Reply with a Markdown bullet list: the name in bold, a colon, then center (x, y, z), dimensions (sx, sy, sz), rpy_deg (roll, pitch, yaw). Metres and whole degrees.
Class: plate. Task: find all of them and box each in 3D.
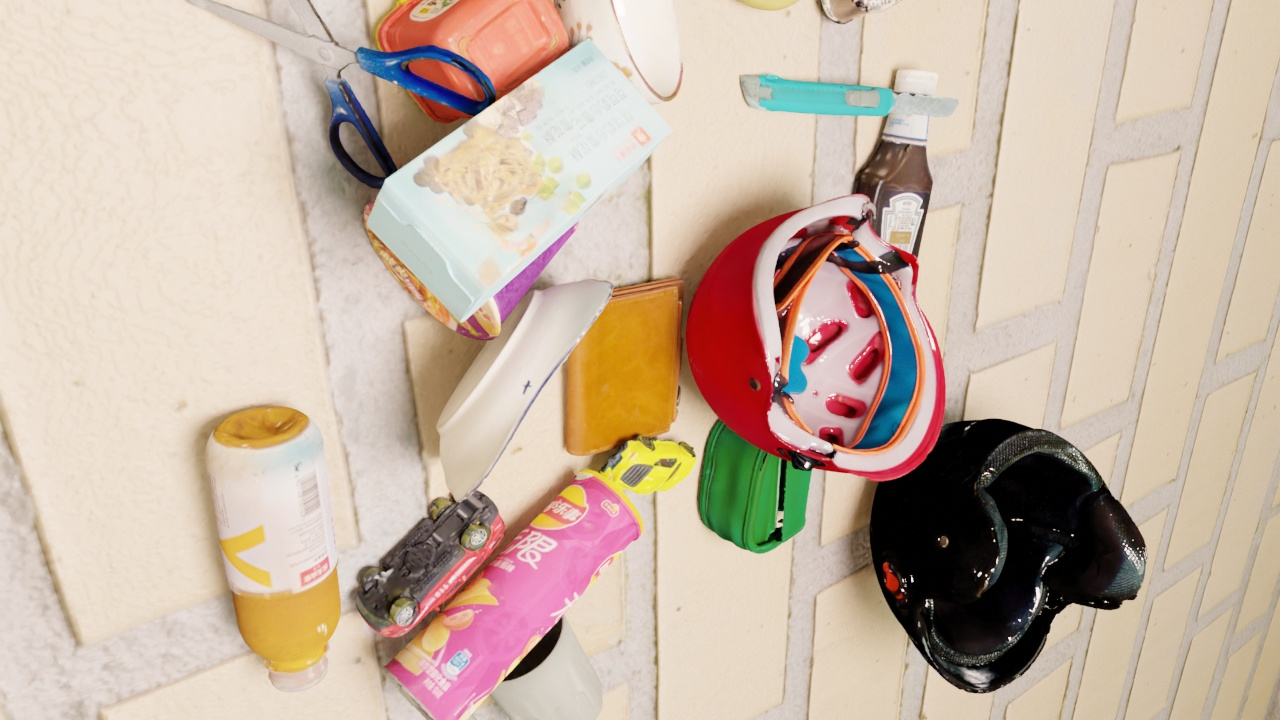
- **plate**: center (-0.087, 0.007, 0.599), dimensions (0.034, 0.164, 0.163), rpy_deg (35, 83, -13)

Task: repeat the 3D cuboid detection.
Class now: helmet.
- **helmet**: center (0.133, -0.010, 0.747), dimensions (0.240, 0.144, 0.206), rpy_deg (45, 61, -31)
- **helmet**: center (0.351, 0.191, 0.951), dimensions (0.233, 0.230, 0.275), rpy_deg (9, 102, -24)

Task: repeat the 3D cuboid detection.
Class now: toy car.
- **toy car**: center (-0.149, 0.148, 0.664), dimensions (0.120, 0.053, 0.045), rpy_deg (-43, 137, -19)
- **toy car**: center (0.011, 0.091, 0.761), dimensions (0.048, 0.032, 0.105), rpy_deg (-48, 148, 20)

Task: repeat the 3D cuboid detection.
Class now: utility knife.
- **utility knife**: center (0.179, -0.218, 0.764), dimensions (0.221, 0.013, 0.029), rpy_deg (-4, 108, -24)

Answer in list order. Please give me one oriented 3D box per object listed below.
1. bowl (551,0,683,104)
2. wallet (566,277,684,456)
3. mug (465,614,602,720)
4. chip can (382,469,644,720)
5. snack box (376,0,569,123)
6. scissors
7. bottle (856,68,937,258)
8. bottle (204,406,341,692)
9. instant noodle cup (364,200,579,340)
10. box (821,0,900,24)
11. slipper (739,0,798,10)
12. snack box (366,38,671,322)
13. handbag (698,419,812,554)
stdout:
- **bowl**: center (-0.022, -0.217, 0.592), dimensions (0.113, 0.062, 0.113), rpy_deg (-9, 90, -67)
- **wallet**: center (-0.004, 0.004, 0.728), dimensions (0.118, 0.035, 0.131), rpy_deg (-15, 120, -34)
- **mug**: center (-0.101, 0.259, 0.737), dimensions (0.124, 0.083, 0.103), rpy_deg (-26, 126, -5)
- **chip can**: center (-0.090, 0.177, 0.687), dimensions (0.210, 0.071, 0.071), rpy_deg (-44, 129, -27)
- **snack box**: center (-0.095, -0.190, 0.548), dimensions (0.091, 0.080, 0.082), rpy_deg (-46, 130, -14)
- **scissors**: center (-0.162, -0.160, 0.508), dimensions (0.163, 0.176, 0.012), rpy_deg (101, 0, -52)
- **bottle**: center (0.233, -0.163, 0.836), dimensions (0.079, 0.044, 0.195), rpy_deg (-6, 111, -36)
- **bottle**: center (-0.229, 0.125, 0.584), dimensions (0.067, 0.068, 0.190), rpy_deg (-14, 116, -33)
- **instant noodle cup**: center (-0.100, -0.085, 0.577), dimensions (0.099, 0.112, 0.111), rpy_deg (-49, 131, -23)
- **box**: center (0.217, -0.329, 0.730), dimensions (0.163, 0.081, 0.075), rpy_deg (-33, 120, -19)
- **slipper**: center (0.077, -0.323, 0.627), dimensions (0.091, 0.082, 0.190), rpy_deg (-53, 128, -5)
- **snack box**: center (-0.063, -0.104, 0.513), dimensions (0.074, 0.052, 0.174), rpy_deg (46, 57, -5)
- **handbag**: center (0.117, 0.107, 0.850), dimensions (0.120, 0.068, 0.131), rpy_deg (-8, 112, -43)
